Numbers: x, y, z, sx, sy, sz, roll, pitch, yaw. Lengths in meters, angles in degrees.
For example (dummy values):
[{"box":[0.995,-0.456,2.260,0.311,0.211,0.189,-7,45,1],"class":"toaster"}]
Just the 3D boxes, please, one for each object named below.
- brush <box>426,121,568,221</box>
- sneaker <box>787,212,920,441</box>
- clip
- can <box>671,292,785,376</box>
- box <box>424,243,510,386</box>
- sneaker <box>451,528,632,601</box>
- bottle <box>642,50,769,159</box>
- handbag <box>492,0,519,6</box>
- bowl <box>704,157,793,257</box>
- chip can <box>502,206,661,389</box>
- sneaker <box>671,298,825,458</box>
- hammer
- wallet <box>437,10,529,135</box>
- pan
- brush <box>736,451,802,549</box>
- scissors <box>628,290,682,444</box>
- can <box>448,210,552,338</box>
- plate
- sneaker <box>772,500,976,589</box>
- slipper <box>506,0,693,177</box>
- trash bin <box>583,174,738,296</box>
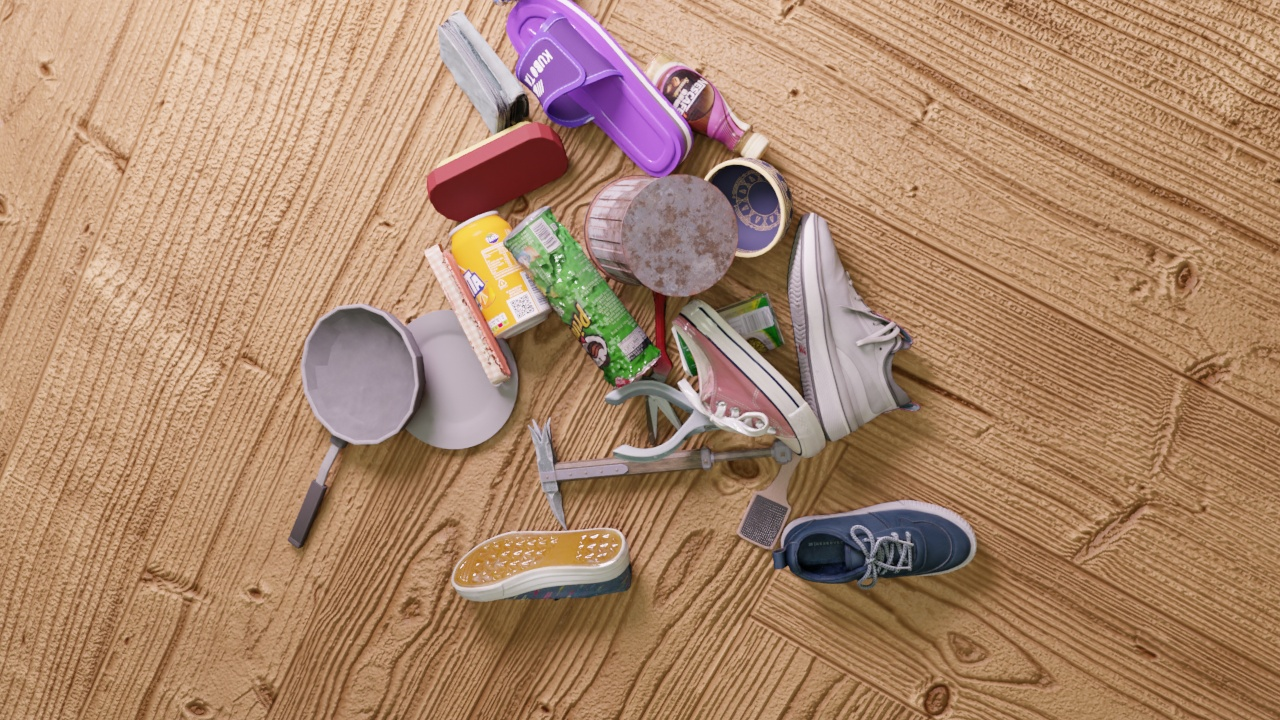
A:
[{"box":[-0.174,-0.231,1.105,0.173,0.082,0.041,-23,61,11],"class":"brush"},{"box":[0.242,-0.045,1.054,0.128,0.097,0.263,-11,93,-2],"class":"sneaker"},{"box":[0.034,0.043,1.105,0.171,0.029,0.141,-15,68,-8],"class":"clip"},{"box":[0.103,-0.030,1.084,0.121,0.067,0.067,-19,92,10],"class":"can"},{"box":[-0.210,-0.055,1.118,0.043,0.083,0.187,-27,89,0],"class":"box"},{"box":[-0.119,0.267,1.157,0.236,0.087,0.079,-11,128,13],"class":"sneaker"},{"box":[0.076,-0.289,1.065,0.166,0.059,0.060,38,100,4],"class":"bottle"},{"box":[-0.177,-0.503,1.017,0.093,0.199,0.200,-28,88,14],"class":"handbag"},{"box":[0.131,-0.182,1.061,0.112,0.061,0.113,19,123,31],"class":"bowl"},{"box":[-0.069,-0.073,1.075,0.075,0.075,0.223,-37,96,11],"class":"chip can"},{"box":[0.112,0.040,1.027,0.088,0.118,0.241,-46,109,-3],"class":"sneaker"},{"box":[0.029,0.129,1.128,0.317,0.028,0.147,-7,104,11],"class":"hammer"},{"box":[-0.188,-0.338,1.087,0.054,0.100,0.131,-39,91,-15],"class":"wallet"},{"box":[-0.384,0.093,1.186,0.178,0.041,0.358,31,107,15],"class":"pan"},{"box":[0.165,0.165,1.120,0.050,0.015,0.136,24,99,7],"class":"brush"},{"box":[0.002,-0.003,1.130,0.179,0.015,0.193,26,100,4],"class":"scissors"},{"box":[-0.171,-0.102,1.115,0.079,0.079,0.142,-27,91,11],"class":"can"},{"box":[-0.241,0.024,1.173,0.178,0.012,0.178,1,96,9],"class":"plate"},{"box":[0.274,0.219,1.071,0.236,0.087,0.089,-6,94,10],"class":"sneaker"},{"box":[-0.065,-0.306,1.052,0.266,0.083,0.107,44,145,-1],"class":"slipper"},{"box":[0.016,-0.141,1.014,0.130,0.211,0.131,-2,100,-13],"class":"trash bin"}]
